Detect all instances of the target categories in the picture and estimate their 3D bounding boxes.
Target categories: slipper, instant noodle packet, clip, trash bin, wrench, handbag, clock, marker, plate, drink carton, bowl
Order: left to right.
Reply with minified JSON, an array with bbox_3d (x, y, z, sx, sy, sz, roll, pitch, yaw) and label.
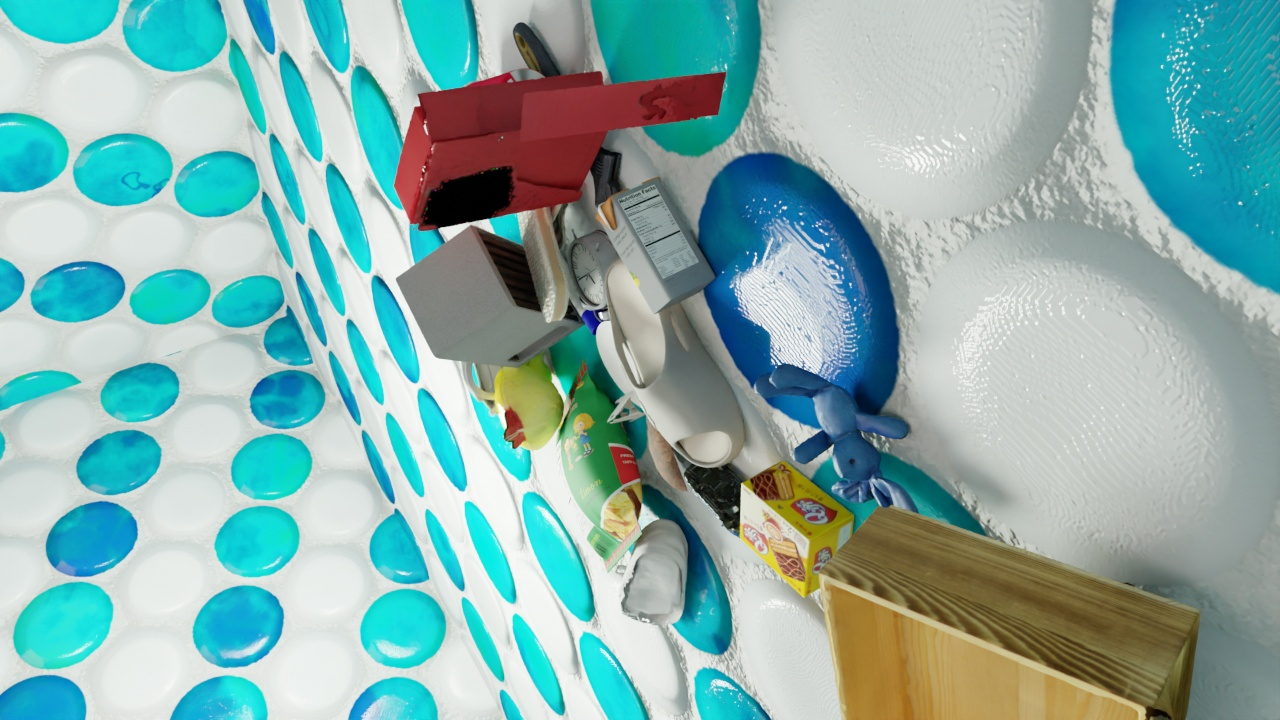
[{"bbox_3d":[-0.237,-0.024,1.366,0.222,0.096,0.216,-75,-26,-68],"label":"handbag"},{"bbox_3d":[-0.183,-0.074,1.170,0.114,0.115,0.228,61,-166,12],"label":"trash bin"},{"bbox_3d":[-0.112,-0.168,1.130,0.115,0.052,0.262,115,147,-55],"label":"slipper"},{"bbox_3d":[-0.079,-0.278,1.056,0.273,0.022,0.074,60,148,12],"label":"wrench"},{"bbox_3d":[-0.084,-0.091,1.212,0.133,0.027,0.023,56,152,25],"label":"marker"},{"bbox_3d":[-0.061,0.151,1.280,0.196,0.090,0.252,119,136,-59],"label":"instant noodle packet"},{"bbox_3d":[-0.053,-0.100,1.135,0.094,0.035,0.123,34,138,48],"label":"clock"},{"bbox_3d":[-0.011,0.061,1.153,0.102,0.058,0.052,144,140,-64],"label":"clip"},{"bbox_3d":[-0.007,0.006,1.140,0.134,0.011,0.135,40,151,28],"label":"plate"},{"bbox_3d":[0.017,0.303,1.283,0.112,0.074,0.247,23,141,13],"label":"slipper"},{"bbox_3d":[0.015,-0.120,0.953,0.125,0.076,0.049,60,153,4],"label":"drink carton"},{"bbox_3d":[0.016,0.003,1.015,0.113,0.080,0.265,-32,79,42],"label":"slipper"},{"bbox_3d":[0.027,0.114,1.113,0.114,0.026,0.102,-112,1,-78],"label":"bowl"}]

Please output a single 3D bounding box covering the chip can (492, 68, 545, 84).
[{"bbox_3d":[-0.168,-0.310,1.109,0.221,0.069,0.069,28,135,64],"label":"chip can"}]

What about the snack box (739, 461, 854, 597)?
[{"bbox_3d":[0.155,0.169,0.929,0.106,0.061,0.084,39,142,44],"label":"snack box"}]

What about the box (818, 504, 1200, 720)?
[{"bbox_3d":[0.216,0.331,0.602,0.287,0.333,0.279,14,127,41],"label":"box"}]

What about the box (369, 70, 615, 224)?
[{"bbox_3d":[-0.162,-0.256,0.980,0.153,0.213,0.165,59,146,18],"label":"box"}]

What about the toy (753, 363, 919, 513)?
[{"bbox_3d":[0.175,0.072,0.813,0.176,0.070,0.113,53,154,6],"label":"toy"}]

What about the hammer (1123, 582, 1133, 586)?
[{"bbox_3d":[0.306,0.255,0.753,0.130,0.032,0.320,56,151,23],"label":"hammer"}]

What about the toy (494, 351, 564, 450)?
[{"bbox_3d":[-0.159,0.049,1.335,0.207,0.092,0.134,-99,-9,-60],"label":"toy"}]

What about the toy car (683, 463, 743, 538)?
[{"bbox_3d":[0.098,0.154,1.038,0.120,0.056,0.043,43,168,48],"label":"toy car"}]
